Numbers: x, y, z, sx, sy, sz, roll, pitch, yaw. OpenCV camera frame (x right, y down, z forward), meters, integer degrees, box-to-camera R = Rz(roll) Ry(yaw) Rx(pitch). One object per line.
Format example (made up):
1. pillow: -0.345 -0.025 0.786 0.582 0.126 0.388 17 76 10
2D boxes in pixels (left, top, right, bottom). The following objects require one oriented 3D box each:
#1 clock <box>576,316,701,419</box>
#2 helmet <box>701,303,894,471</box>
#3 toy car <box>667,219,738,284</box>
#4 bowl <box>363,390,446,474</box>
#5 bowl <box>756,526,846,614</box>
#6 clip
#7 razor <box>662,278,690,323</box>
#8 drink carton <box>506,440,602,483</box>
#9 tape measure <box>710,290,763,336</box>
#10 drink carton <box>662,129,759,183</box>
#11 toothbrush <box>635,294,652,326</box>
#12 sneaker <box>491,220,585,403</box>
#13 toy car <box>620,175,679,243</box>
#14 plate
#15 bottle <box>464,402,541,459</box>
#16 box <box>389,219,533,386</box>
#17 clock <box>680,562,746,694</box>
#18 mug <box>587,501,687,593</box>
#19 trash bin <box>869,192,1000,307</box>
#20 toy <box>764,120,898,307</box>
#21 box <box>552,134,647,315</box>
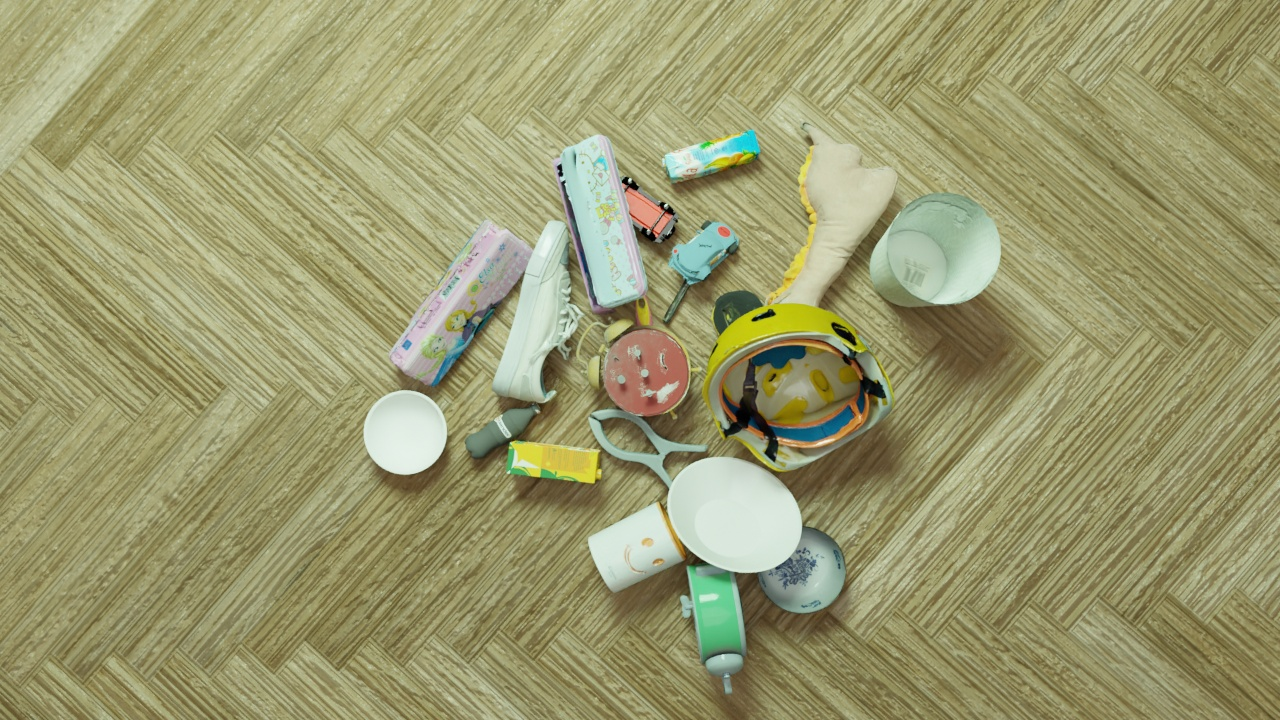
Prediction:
1. clock: -0.007 0.007 1.192 0.159 0.081 0.117 28 95 0
2. helmet: 0.182 0.008 1.141 0.210 0.139 0.240 -36 122 26
3. toy car: 0.088 -0.149 1.207 0.060 0.028 0.107 43 64 9
4. bowl: -0.309 0.095 1.228 0.110 0.040 0.110 0 88 2
5. bowl: 0.208 0.271 1.201 0.114 0.045 0.114 0 88 2
6. clip: 0.010 0.105 1.223 0.162 0.027 0.090 38 91 2
7. razor: 0.059 -0.097 1.232 0.042 0.026 0.106 30 93 1
8. drink carton: -0.110 0.133 1.210 0.122 0.058 0.041 7 88 2
9. tape measure: 0.129 -0.056 1.207 0.072 0.042 0.072 -40 73 36
10. drink carton: 0.093 -0.271 1.225 0.129 0.044 0.038 -16 87 0
11. toothbrush: 0.000 -0.085 1.236 0.021 0.016 0.135 -9 92 0
12. sneaker: -0.119 -0.060 1.209 0.091 0.089 0.242 17 95 -2
13. toy car: 0.002 -0.198 1.223 0.100 0.049 0.051 35 90 3
14. plate: 0.117 0.204 1.175 0.174 0.036 0.173 7 46 -7
15. bottle: -0.182 0.091 1.225 0.110 0.036 0.036 -33 87 1
16. box: -0.251 -0.086 1.223 0.091 0.084 0.230 37 90 31
17. clock: 0.094 0.338 1.161 0.075 0.122 0.161 -9 80 0
18. mug: -0.004 0.242 1.192 0.105 0.082 0.082 -27 87 2
19. trash bin: 0.357 -0.127 1.151 0.133 0.161 0.133 0 88 2
20. toy: 0.224 -0.164 1.215 0.196 0.065 0.264 37 96 12
21. box: -0.059 -0.170 1.183 0.062 0.140 0.214 -14 87 -27
